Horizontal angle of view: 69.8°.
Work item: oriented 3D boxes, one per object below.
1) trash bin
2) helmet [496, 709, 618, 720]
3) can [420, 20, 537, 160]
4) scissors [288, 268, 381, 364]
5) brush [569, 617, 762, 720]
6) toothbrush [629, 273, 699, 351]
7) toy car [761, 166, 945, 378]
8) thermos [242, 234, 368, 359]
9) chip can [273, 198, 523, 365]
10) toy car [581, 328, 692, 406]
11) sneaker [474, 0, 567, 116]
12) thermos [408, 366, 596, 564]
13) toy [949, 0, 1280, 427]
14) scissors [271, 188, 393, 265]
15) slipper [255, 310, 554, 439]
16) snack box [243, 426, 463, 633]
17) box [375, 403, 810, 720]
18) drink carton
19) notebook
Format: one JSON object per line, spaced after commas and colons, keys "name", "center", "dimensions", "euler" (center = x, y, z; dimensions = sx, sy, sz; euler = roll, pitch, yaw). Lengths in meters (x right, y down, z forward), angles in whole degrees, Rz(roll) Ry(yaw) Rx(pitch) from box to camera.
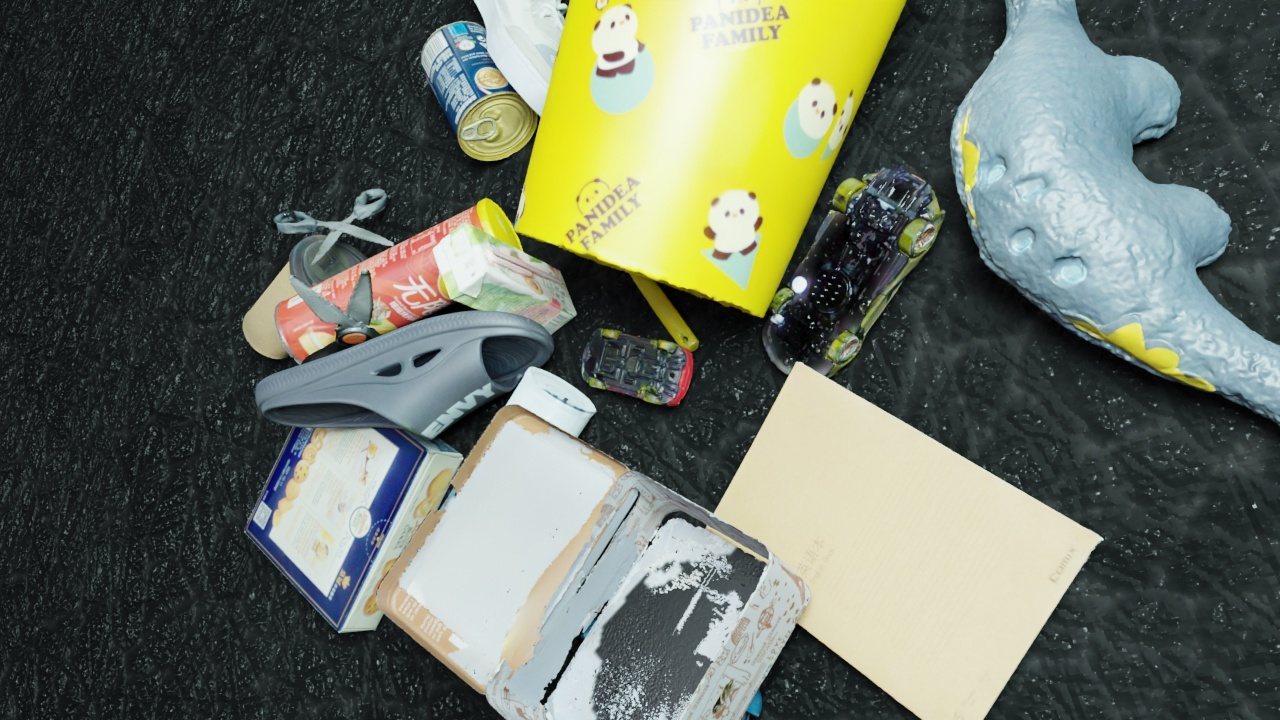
{"name": "trash bin", "center": [0.040, -0.178, 0.620], "dimensions": [0.230, 0.229, 0.255], "euler": [23, 95, 35]}
{"name": "helmet", "center": [-0.100, 0.365, 0.610], "dimensions": [0.274, 0.156, 0.230], "euler": [-44, 59, 16]}
{"name": "can", "center": [-0.150, -0.249, 0.843], "dimensions": [0.075, 0.075, 0.111], "euler": [-40, 60, 19]}
{"name": "scissors", "center": [-0.224, -0.019, 0.757], "dimensions": [0.225, 0.204, 0.021], "euler": [-33, 61, 43]}
{"name": "brush", "center": [0.020, 0.210, 0.634], "dimensions": [0.144, 0.055, 0.073], "euler": [11, 66, 35]}
{"name": "toothbrush", "center": [-0.005, -0.078, 0.744], "dimensions": [0.016, 0.016, 0.190], "euler": [-43, 61, 16]}
{"name": "toy car", "center": [0.141, -0.057, 0.626], "dimensions": [0.070, 0.042, 0.158], "euler": [44, 110, 32]}
{"name": "thermos", "center": [-0.330, -0.058, 0.910], "dimensions": [0.144, 0.093, 0.093], "euler": [-31, 63, 32]}
{"name": "chip can", "center": [-0.211, -0.065, 0.806], "dimensions": [0.217, 0.073, 0.073], "euler": [-24, 65, 8]}
{"name": "toy car", "center": [-0.004, 0.004, 0.712], "dimensions": [0.106, 0.031, 0.049], "euler": [13, 87, 42]}
{"name": "sneaker", "center": [-0.091, -0.308, 0.819], "dimensions": [0.091, 0.089, 0.242], "euler": [-34, 56, 17]}
{"name": "thermos", "center": [-0.121, 0.111, 0.741], "dimensions": [0.070, 0.070, 0.220], "euler": [39, 100, 33]}
{"name": "toy", "center": [0.258, -0.111, 0.537], "dimensions": [0.138, 0.091, 0.356], "euler": [-18, 70, 15]}
{"name": "scissors", "center": [-0.283, -0.127, 0.871], "dimensions": [0.181, 0.159, 0.014], "euler": [12, 127, 30]}
{"name": "slipper", "center": [-0.192, 0.033, 0.759], "dimensions": [0.268, 0.110, 0.083], "euler": [-14, 69, 14]}
{"name": "snack box", "center": [-0.270, 0.124, 0.847], "dimensions": [0.182, 0.045, 0.178], "euler": [29, 94, 34]}
{"name": "box", "center": [-0.043, 0.152, 0.613], "dimensions": [0.261, 0.082, 0.177], "euler": [24, 75, 36]}
{"name": "drink carton", "center": [-0.106, -0.063, 0.740], "dimensions": [0.046, 0.122, 0.053], "euler": [-34, 61, 19]}
{"name": "notebook", "center": [0.149, 0.115, 0.579], "dimensions": [0.211, 0.012, 0.149], "euler": [34, 102, 32]}
